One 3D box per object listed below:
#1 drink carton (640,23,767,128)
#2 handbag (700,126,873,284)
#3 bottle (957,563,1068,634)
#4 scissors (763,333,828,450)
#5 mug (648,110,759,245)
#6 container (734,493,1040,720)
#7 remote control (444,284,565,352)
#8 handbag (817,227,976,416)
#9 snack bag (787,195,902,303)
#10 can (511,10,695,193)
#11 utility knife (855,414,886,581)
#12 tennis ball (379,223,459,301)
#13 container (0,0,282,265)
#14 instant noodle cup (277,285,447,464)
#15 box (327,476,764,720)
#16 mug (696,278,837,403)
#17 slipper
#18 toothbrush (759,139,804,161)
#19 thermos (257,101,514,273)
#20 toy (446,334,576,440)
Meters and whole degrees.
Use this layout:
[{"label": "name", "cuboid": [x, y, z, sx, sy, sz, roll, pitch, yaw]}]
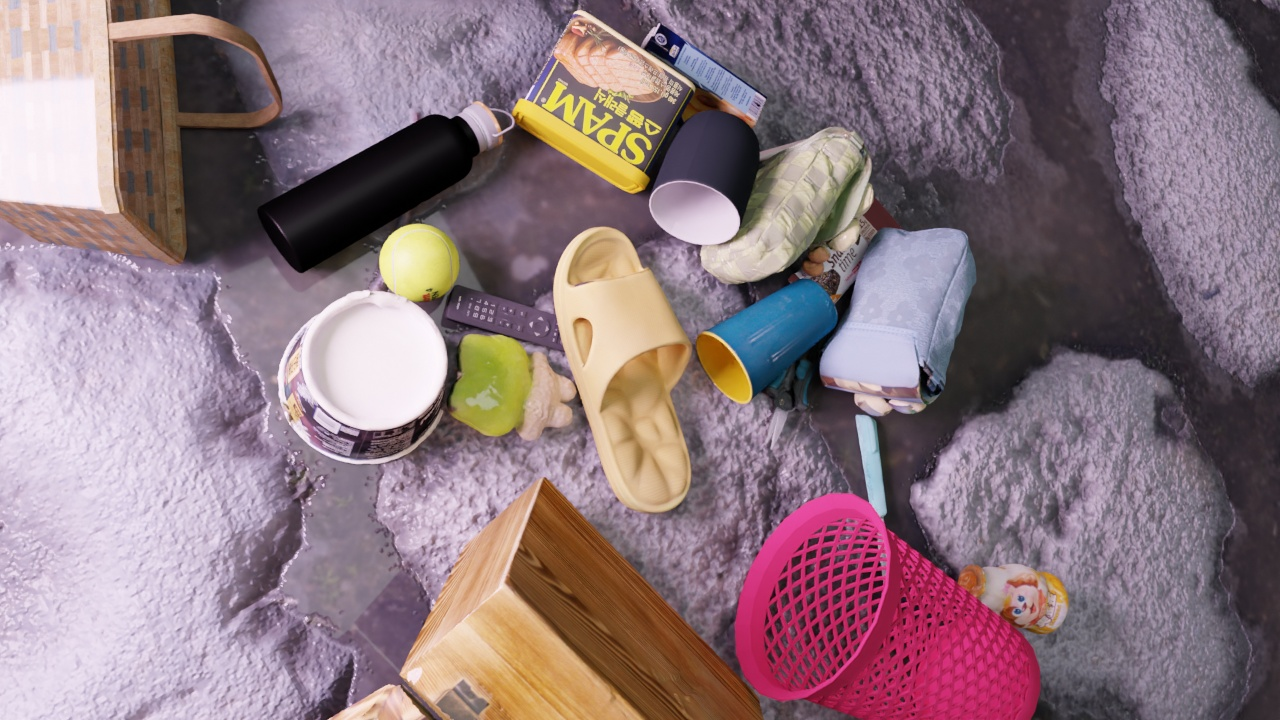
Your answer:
[{"label": "drink carton", "cuboid": [0.051, -0.264, 0.897, 0.130, 0.064, 0.040, 30, 62, -13]}, {"label": "handbag", "cuboid": [0.150, -0.134, 0.892, 0.117, 0.113, 0.186, 44, 71, -17]}, {"label": "bottle", "cuboid": [0.374, 0.236, 0.926, 0.108, 0.063, 0.063, 18, 74, -17]}, {"label": "scissors", "cuboid": [0.156, 0.017, 0.907, 0.140, 0.019, 0.128, -21, 86, -24]}, {"label": "mug", "cuboid": [0.059, -0.160, 0.851, 0.085, 0.122, 0.094, 19, 61, 2]}, {"label": "container", "cuboid": [0.230, 0.251, 0.817, 0.225, 0.184, 0.183, 31, 70, -21]}, {"label": "remote control", "cuboid": [-0.105, -0.032, 0.819, 0.136, 0.015, 0.032, 17, 74, -20]}, {"label": "handbag", "cuboid": [0.260, -0.036, 0.912, 0.118, 0.122, 0.191, 51, 56, -44]}, {"label": "snack bag", "cuboid": [0.215, -0.112, 0.955, 0.057, 0.013, 0.157, 47, 64, -5]}, {"label": "can", "cuboid": [-0.033, -0.234, 0.837, 0.135, 0.075, 0.104, 30, 89, -13]}, {"label": "utility knife", "cuboid": [0.237, 0.142, 0.916, 0.022, 0.016, 0.179, -1, 79, -20]}, {"label": "tennis ball", "cuboid": [-0.185, -0.082, 0.770, 0.065, 0.065, 0.065, 4, 78, -20]}, {"label": "container", "cuboid": [-0.370, -0.206, 0.677, 0.186, 0.158, 0.249, -6, 82, -11]}, {"label": "instant noodle cup", "cuboid": [-0.210, 0.009, 0.718, 0.137, 0.112, 0.137, 4, 79, -20]}, {"label": "box", "cuboid": [-0.099, 0.315, 0.658, 0.315, 0.282, 0.279, -41, 97, 5]}, {"label": "mug", "cuboid": [0.123, -0.024, 0.867, 0.121, 0.078, 0.078, -34, 93, -20]}, {"label": "slipper", "cuboid": [-0.005, 0.005, 0.809, 0.099, 0.079, 0.263, -12, 88, -35]}, {"label": "toothbrush", "cuboid": [0.103, -0.205, 0.933, 0.181, 0.016, 0.018, -19, 81, -23]}, {"label": "thermos", "cuboid": [-0.205, -0.159, 0.780, 0.230, 0.061, 0.061, -37, 94, -23]}, {"label": "toy", "cuboid": [-0.109, 0.026, 0.789, 0.115, 0.046, 0.092, 18, 62, -28]}]
